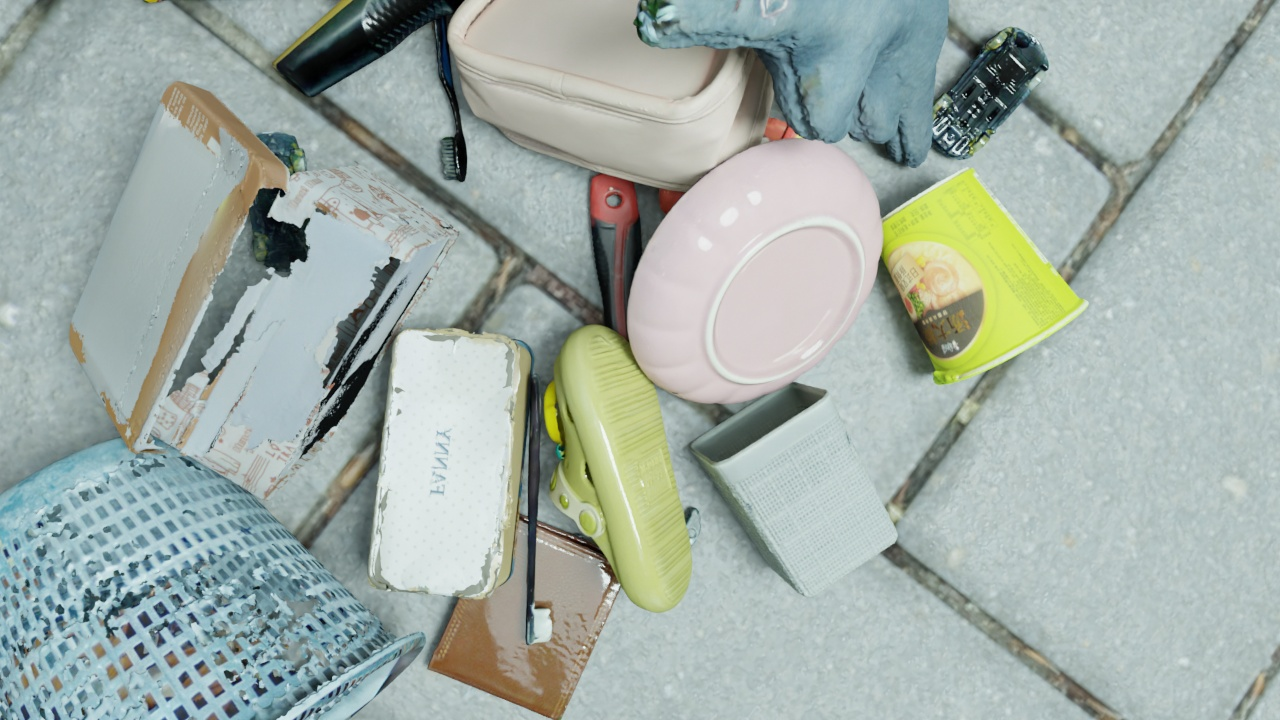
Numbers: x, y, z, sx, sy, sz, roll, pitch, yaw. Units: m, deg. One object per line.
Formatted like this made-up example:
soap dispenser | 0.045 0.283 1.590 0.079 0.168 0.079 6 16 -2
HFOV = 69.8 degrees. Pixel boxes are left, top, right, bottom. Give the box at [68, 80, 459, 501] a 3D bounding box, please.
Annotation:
box | -0.237 -0.044 0.530 0.178 0.152 0.182 33 101 -5

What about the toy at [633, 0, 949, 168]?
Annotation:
toy | 0.112 -0.190 0.516 0.091 0.355 0.138 18 104 32

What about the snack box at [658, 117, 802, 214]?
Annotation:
snack box | 0.061 -0.125 0.621 0.080 0.082 0.091 26 86 2

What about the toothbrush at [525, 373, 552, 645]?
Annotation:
toothbrush | -0.068 0.099 0.607 0.018 0.015 0.181 -1 93 -7

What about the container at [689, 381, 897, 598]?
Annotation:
container | 0.106 0.088 0.627 0.090 0.090 0.114 -32 98 -6

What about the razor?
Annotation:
razor | -0.166 -0.230 0.595 0.167 0.062 0.067 -34 59 7

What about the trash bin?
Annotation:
trash bin | -0.271 0.156 0.522 0.226 0.227 0.195 -39 80 -6

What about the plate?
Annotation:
plate | 0.084 -0.044 0.587 0.192 0.039 0.193 -19 133 -22

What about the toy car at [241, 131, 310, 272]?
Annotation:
toy car | -0.236 -0.103 0.601 0.043 0.034 0.091 -10 107 -14

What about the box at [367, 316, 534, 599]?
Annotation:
box | -0.121 0.058 0.596 0.090 0.061 0.184 7 83 3

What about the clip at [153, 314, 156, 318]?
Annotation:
clip | -0.334 -0.029 0.600 0.040 0.014 0.056 -42 96 -6

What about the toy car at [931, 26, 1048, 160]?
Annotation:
toy car | 0.250 -0.194 0.668 0.049 0.031 0.105 43 87 -7

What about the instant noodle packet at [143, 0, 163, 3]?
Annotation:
instant noodle packet | -0.258 -0.287 0.589 0.128 0.044 0.111 -4 98 -4

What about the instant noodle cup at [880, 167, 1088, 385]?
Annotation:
instant noodle cup | 0.223 -0.062 0.636 0.111 0.112 0.123 -31 87 -6

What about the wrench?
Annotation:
wrench | -0.004 0.004 0.645 0.056 0.016 0.273 -10 92 -5

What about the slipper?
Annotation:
slipper | -0.026 0.074 0.597 0.082 0.091 0.190 -18 86 22

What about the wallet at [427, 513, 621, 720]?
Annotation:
wallet | -0.077 0.174 0.633 0.101 0.032 0.124 24 87 -5

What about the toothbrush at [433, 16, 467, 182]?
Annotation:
toothbrush | -0.137 -0.215 0.624 0.016 0.014 0.189 -7 91 18

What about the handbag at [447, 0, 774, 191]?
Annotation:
handbag | 0.008 -0.234 0.590 0.193 0.093 0.233 19 73 19
